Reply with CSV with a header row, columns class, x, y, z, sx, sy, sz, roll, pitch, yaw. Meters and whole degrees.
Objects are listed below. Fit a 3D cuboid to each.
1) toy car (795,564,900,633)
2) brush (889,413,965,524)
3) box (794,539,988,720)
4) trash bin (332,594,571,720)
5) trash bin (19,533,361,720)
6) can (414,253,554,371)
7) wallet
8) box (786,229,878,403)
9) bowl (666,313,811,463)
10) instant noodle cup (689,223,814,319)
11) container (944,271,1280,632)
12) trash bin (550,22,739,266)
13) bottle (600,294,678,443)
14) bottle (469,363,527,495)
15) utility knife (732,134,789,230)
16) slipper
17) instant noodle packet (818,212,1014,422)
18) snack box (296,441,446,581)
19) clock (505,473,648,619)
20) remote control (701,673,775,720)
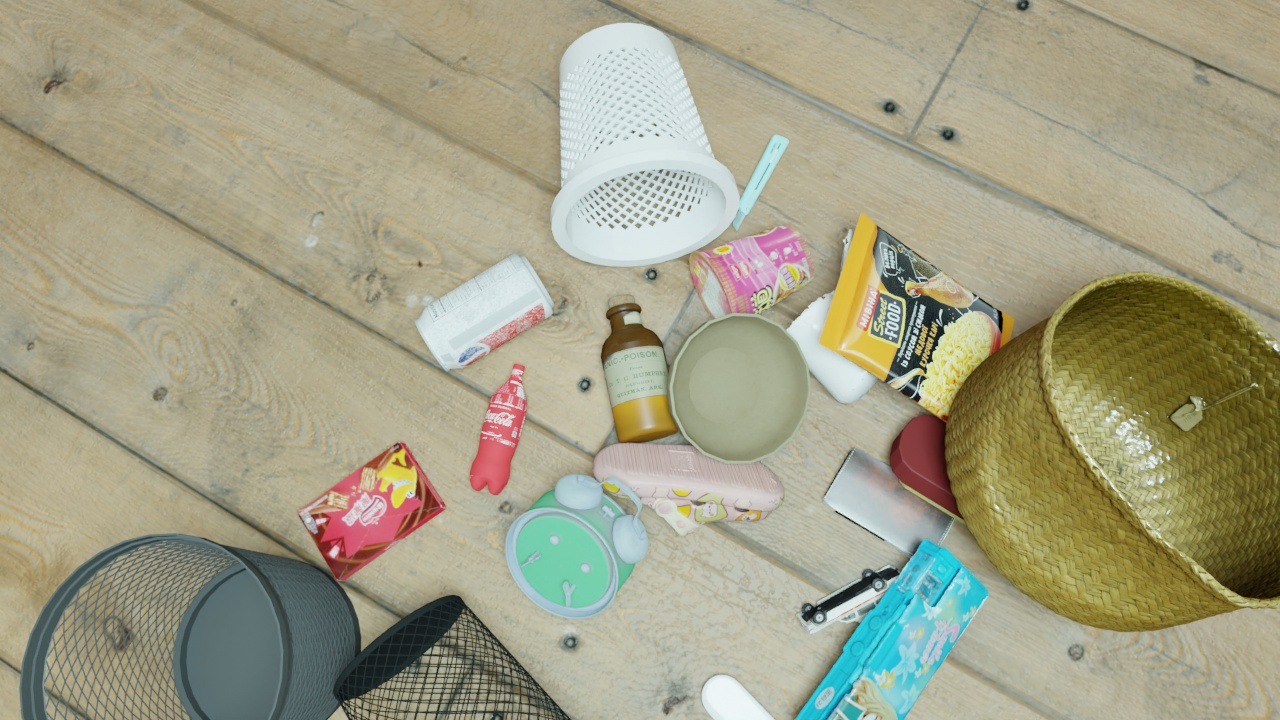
class,x,y,z,sx,sy,sz,roll,pitch,yaw
toy car,0.215,0.246,0.924,0.113,0.039,0.039,-28,97,-3
brush,0.334,0.127,0.930,0.173,0.042,0.082,32,52,10
box,0.246,0.290,0.889,0.094,0.041,0.226,43,80,-26
trash bin,-0.165,0.347,0.855,0.184,0.184,0.210,-41,72,-7
trash bin,-0.390,0.276,0.851,0.218,0.227,0.217,-1,77,3
can,-0.168,-0.051,0.993,0.136,0.078,0.078,-32,77,-4
wallet,0.259,0.150,0.951,0.123,0.019,0.072,31,80,10
box,0.219,-0.046,0.969,0.142,0.083,0.140,-45,77,4
bowl,0.094,0.027,0.940,0.152,0.050,0.152,-1,93,-16
instant noodle cup,0.122,-0.094,0.984,0.108,0.098,0.097,-26,77,-11
container,0.441,0.088,0.830,0.306,0.197,0.306,9,62,-17
trash bin,-0.010,-0.237,0.983,0.195,0.196,0.199,-10,67,1
bottle,-0.006,0.006,0.976,0.068,0.068,0.156,-12,76,0
bottle,-0.148,0.072,0.981,0.042,0.042,0.141,13,78,6
utility knife,0.133,-0.203,1.045,0.022,0.015,0.126,32,80,-22
slipper,0.046,0.136,0.942,0.197,0.093,0.082,9,114,-4
instant noodle packet,0.288,-0.030,0.935,0.220,0.032,0.159,30,65,-17
snack box,-0.287,0.160,0.979,0.133,0.021,0.089,-35,77,-5
clock,-0.058,0.176,0.896,0.122,0.075,0.162,42,120,4
remote control,0.115,0.369,0.911,0.043,0.013,0.136,-44,78,-7
